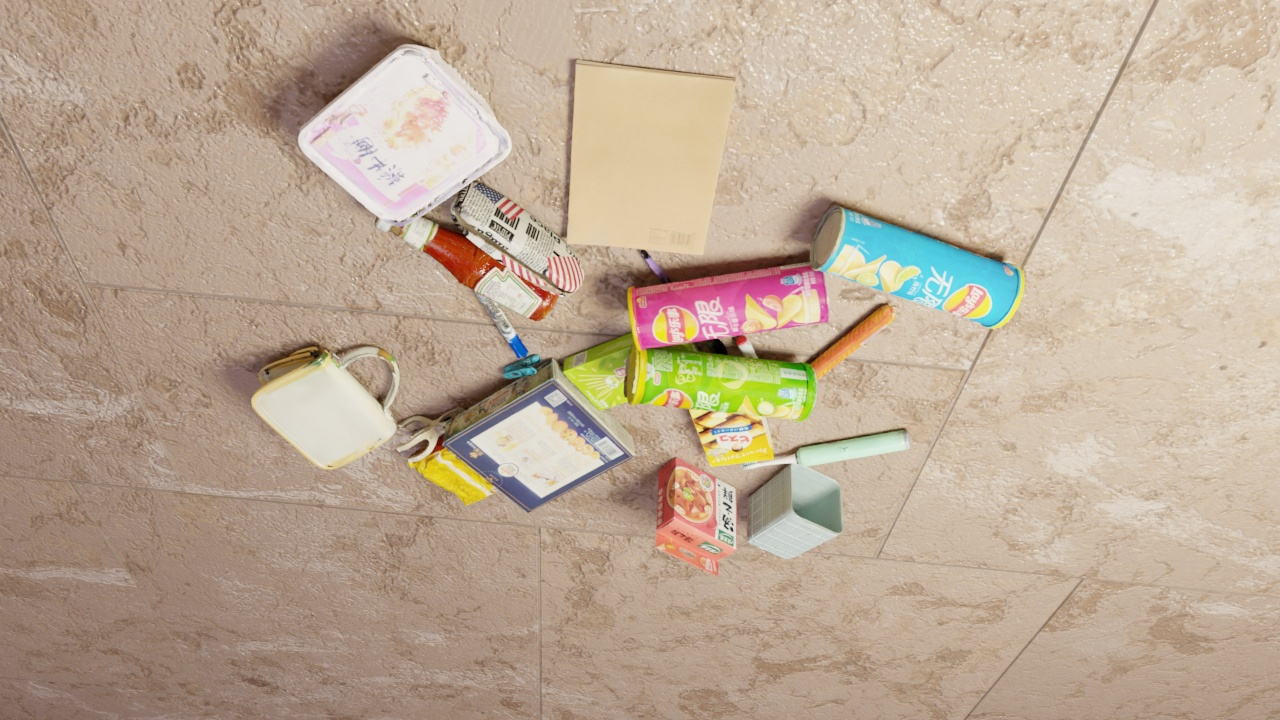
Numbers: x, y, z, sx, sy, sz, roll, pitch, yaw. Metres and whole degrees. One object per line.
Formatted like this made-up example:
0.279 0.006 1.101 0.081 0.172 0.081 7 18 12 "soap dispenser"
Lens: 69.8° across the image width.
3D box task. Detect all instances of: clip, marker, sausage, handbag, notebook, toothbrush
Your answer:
-0.148 0.009 1.140 0.057 0.049 0.015 -16 134 29 "clip"
-0.169 -0.056 1.075 0.017 0.016 0.146 -12 134 17 "marker"
0.239 -0.015 1.075 0.021 0.021 0.166 27 132 -22 "sausage"
0.149 0.022 1.126 0.017 0.017 0.145 -15 133 20 "marker"
-0.382 0.045 1.183 0.179 0.063 0.163 -25 131 9 "handbag"
-0.285 0.088 1.234 0.102 0.094 0.035 -42 128 -7 "clip"
0.004 -0.193 0.916 0.149 0.012 0.212 6 137 -2 "notebook"
0.050 -0.061 1.052 0.017 0.014 0.189 -1 141 43 "toothbrush"
0.244 0.123 1.219 0.225 0.027 0.026 -12 167 18 "toothbrush"

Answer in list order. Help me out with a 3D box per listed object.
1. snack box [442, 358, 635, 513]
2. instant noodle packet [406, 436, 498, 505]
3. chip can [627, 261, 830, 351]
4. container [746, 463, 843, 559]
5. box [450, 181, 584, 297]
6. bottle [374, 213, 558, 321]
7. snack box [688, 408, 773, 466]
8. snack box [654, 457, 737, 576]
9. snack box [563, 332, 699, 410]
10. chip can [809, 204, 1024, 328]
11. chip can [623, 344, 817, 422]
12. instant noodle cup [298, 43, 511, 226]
-0.131 0.104 1.198 0.183 0.045 0.178 -29 128 17 "snack box"
-0.242 0.151 1.282 0.111 0.044 0.128 -24 132 25 "instant noodle packet"
0.095 -0.059 0.994 0.211 0.071 0.071 -8 136 7 "chip can"
0.209 0.212 1.273 0.090 0.090 0.112 26 136 -21 "container"
-0.130 -0.123 0.966 0.164 0.071 0.060 37 111 -26 "box"
-0.185 -0.110 0.988 0.206 0.059 0.060 28 132 -22 "bottle"
0.117 0.080 1.181 0.087 0.033 0.140 -8 137 14 "snack box"
0.078 0.214 1.257 0.113 0.126 0.044 29 132 -25 "snack box"
-0.007 0.007 1.118 0.157 0.026 0.086 -20 132 24 "snack box"
0.285 -0.096 0.949 0.210 0.071 0.071 17 136 -12 "chip can"
0.095 0.027 1.064 0.221 0.072 0.073 6 137 -10 "chip can"
-0.219 -0.220 0.874 0.174 0.060 0.138 -25 129 30 "instant noodle cup"
